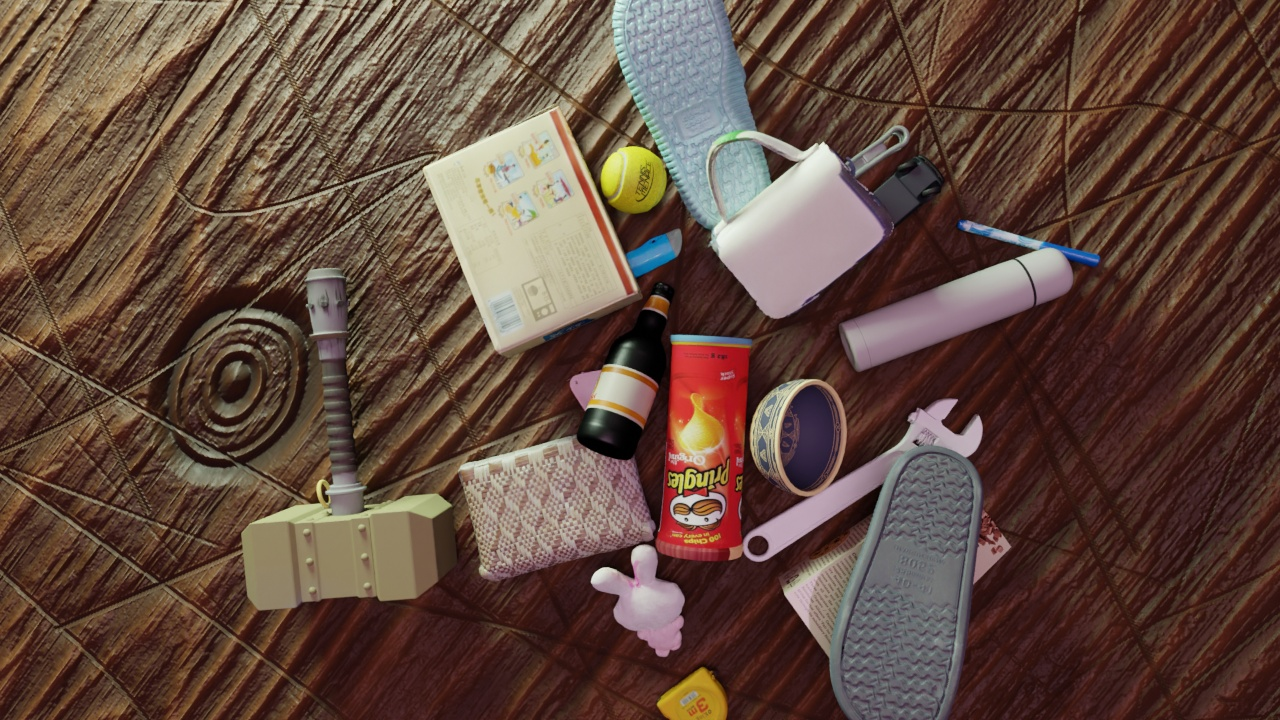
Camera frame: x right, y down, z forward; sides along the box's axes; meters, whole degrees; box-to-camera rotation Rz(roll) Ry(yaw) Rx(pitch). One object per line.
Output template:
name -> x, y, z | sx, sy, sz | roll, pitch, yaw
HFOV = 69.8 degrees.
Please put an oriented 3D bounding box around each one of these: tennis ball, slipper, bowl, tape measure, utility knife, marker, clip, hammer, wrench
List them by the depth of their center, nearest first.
slipper -> 0.241, 0.211, 0.838 | 0.111, 0.083, 0.267 | 15, 74, 11
bowl -> 0.145, 0.073, 0.903 | 0.061, 0.112, 0.112 | 4, 92, 46
slipper -> 0.054, -0.260, 0.913 | 0.116, 0.069, 0.276 | -21, 105, 5
tennis ball -> -0.007, -0.180, 0.916 | 0.065, 0.065, 0.065 | 0, 91, 4
marker -> 0.388, -0.119, 0.918 | 0.142, 0.013, 0.013 | 16, 92, 3
clip -> 0.234, -0.207, 0.919 | 0.076, 0.043, 0.023 | -35, 90, 3
hammer -> -0.301, 0.071, 0.922 | 0.190, 0.100, 0.325 | -5, 91, 4
wrench -> 0.222, 0.125, 0.932 | 0.273, 0.018, 0.066 | -33, 89, 5
tape measure -> 0.061, 0.352, 0.940 | 0.068, 0.030, 0.059 | -39, 88, 6
tape measure -> -0.040, 0.032, 0.945 | 0.051, 0.019, 0.059 | -34, 89, 3
utility knife -> -0.049, -0.082, 0.946 | 0.207, 0.015, 0.031 | -23, 86, 1

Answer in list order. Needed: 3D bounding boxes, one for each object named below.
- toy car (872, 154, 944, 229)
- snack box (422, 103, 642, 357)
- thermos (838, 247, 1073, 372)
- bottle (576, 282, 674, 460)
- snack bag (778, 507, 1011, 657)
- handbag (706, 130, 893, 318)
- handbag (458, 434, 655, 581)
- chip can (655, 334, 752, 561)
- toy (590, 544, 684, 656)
toy car -> 0.248, -0.155, 0.915 | 0.112, 0.034, 0.046 | -41, 83, 10
snack box -> -0.107, -0.127, 0.921 | 0.153, 0.055, 0.207 | -24, 83, 4
thermos -> 0.311, -0.051, 0.905 | 0.224, 0.052, 0.052 | -21, 90, 4
bottle -> -0.005, 0.005, 0.912 | 0.059, 0.059, 0.181 | 20, 72, 3
snack bag -> 0.251, 0.203, 0.905 | 0.206, 0.070, 0.094 | -35, 89, 4
handbag -> 0.133, -0.150, 0.880 | 0.151, 0.073, 0.176 | -40, 106, 21
handbag -> -0.086, 0.145, 0.939 | 0.186, 0.047, 0.124 | -15, 82, 4
chip can -> 0.064, 0.084, 0.907 | 0.087, 0.087, 0.213 | 3, 90, 3
toy -> 0.006, 0.247, 0.935 | 0.076, 0.037, 0.125 | -28, 110, 7
